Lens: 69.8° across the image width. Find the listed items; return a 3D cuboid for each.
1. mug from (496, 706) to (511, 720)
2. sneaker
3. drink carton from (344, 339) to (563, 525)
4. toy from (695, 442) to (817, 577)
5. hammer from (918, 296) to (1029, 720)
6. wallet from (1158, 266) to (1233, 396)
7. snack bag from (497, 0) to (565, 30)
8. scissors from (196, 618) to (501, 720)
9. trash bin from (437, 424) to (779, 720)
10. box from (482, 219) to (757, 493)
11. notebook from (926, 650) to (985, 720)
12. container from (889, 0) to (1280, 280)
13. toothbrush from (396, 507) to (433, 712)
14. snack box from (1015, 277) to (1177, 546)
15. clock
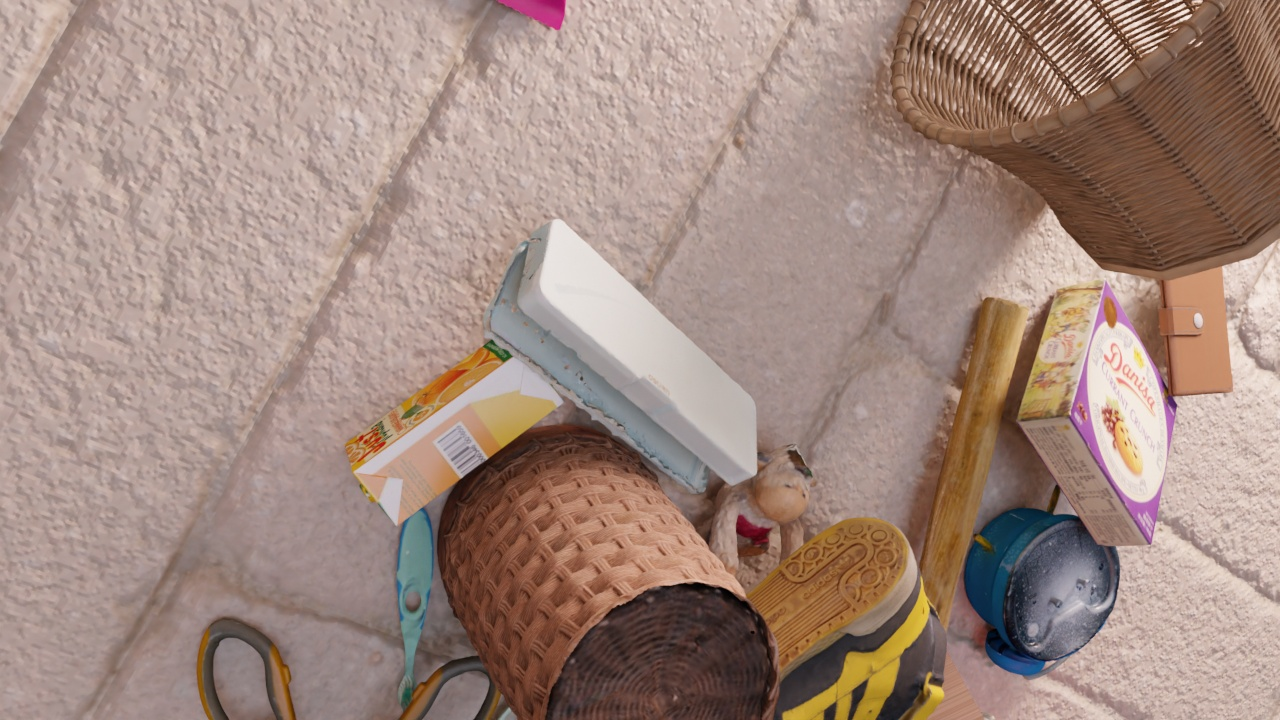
[{"bbox_3d":[-0.048,0.266,0.599,0.111,0.084,0.104,32,77,4],"label":"mug"},{"bbox_3d":[0.096,0.216,0.581,0.238,0.086,0.122,-42,124,-5],"label":"sneaker"},{"bbox_3d":[-0.112,0.039,0.532,0.122,0.058,0.041,-37,111,-11],"label":"drink carton"},{"bbox_3d":[0.088,0.106,0.617,0.085,0.074,0.106,24,97,-23],"label":"toy"},{"bbox_3d":[0.231,0.115,0.684,0.132,0.033,0.330,15,88,6],"label":"hammer"},{"bbox_3d":[0.455,-0.032,0.749,0.087,0.013,0.121,-1,86,-29],"label":"wallet"},{"bbox_3d":[-0.043,-0.294,0.516,0.070,0.016,0.196,19,93,-25],"label":"snack bag"},{"bbox_3d":[-0.172,0.244,0.539,0.225,0.016,0.225,-19,89,-17],"label":"scissors"},{"bbox_3d":[-0.020,0.132,0.506,0.151,0.210,0.151,-5,102,-22],"label":"trash bin"},{"bbox_3d":[0.000,0.002,0.542,0.199,0.071,0.085,40,68,-34],"label":"box"},{"bbox_3d":[0.141,0.295,0.624,0.210,0.022,0.169,-25,68,-1],"label":"notebook"},{"bbox_3d":[0.311,-0.181,0.576,0.196,0.227,0.227,31,88,-31],"label":"container"},{"bbox_3d":[-0.141,0.156,0.567,0.022,0.017,0.135,3,100,-15],"label":"toothbrush"},{"bbox_3d":[0.349,0.039,0.694,0.143,0.041,0.147,49,54,-23],"label":"snack box"},{"bbox_3d":[0.322,0.190,0.737,0.116,0.060,0.161,-23,110,-17],"label":"clock"}]
